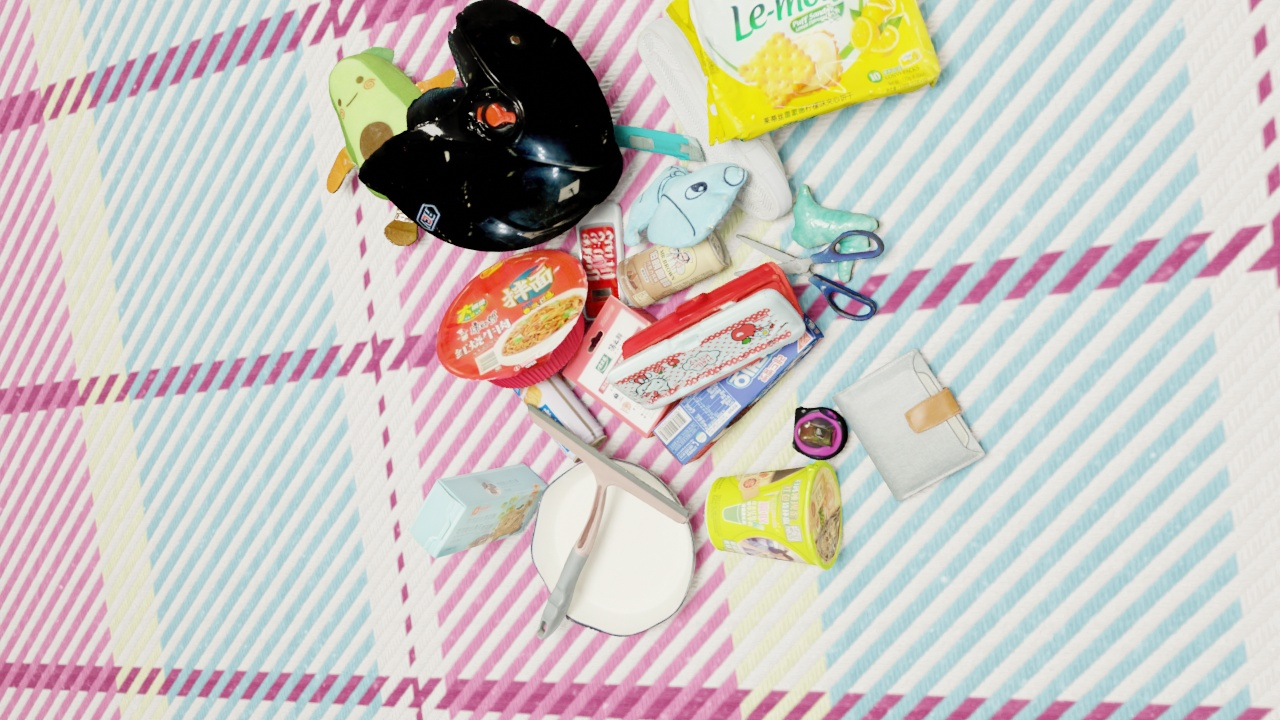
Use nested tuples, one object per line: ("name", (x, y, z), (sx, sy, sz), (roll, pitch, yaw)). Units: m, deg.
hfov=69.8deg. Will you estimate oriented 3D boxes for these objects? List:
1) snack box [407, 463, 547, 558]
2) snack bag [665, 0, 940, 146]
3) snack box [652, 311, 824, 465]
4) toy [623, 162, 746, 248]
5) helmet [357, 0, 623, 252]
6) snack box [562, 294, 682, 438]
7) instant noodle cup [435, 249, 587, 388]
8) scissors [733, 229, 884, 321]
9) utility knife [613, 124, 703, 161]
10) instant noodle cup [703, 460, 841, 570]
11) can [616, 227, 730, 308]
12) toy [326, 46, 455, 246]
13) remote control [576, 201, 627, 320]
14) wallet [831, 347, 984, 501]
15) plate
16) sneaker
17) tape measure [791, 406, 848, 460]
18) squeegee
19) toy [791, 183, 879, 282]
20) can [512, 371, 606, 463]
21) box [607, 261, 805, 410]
("snack box", (-0.182, 0.170, 1.056), (0.051, 0.174, 0.074), (40, 107, 21))
("snack bag", (0.164, -0.310, 0.902), (0.246, 0.068, 0.158), (-17, 86, -6))
("snack box", (0.105, 0.025, 0.994), (0.208, 0.058, 0.057), (-47, 75, 18))
("toy", (0.043, -0.163, 0.974), (0.162, 0.050, 0.156), (-39, 38, 22))
("helmet", (-0.153, -0.226, 0.975), (0.230, 0.274, 0.234), (51, 154, -8))
("snack box", (-0.006, 0.006, 1.044), (0.127, 0.044, 0.113), (37, 106, 14))
("instant noodle cup", (-0.135, -0.037, 1.046), (0.194, 0.066, 0.193), (-16, 45, 17))
("scissors", (0.182, -0.100, 0.964), (0.162, 0.012, 0.164), (45, 130, 2))
("utility knife", (-0.007, -0.245, 1.022), (0.187, 0.013, 0.029), (19, 122, 36))
("instant noodle cup", (0.137, 0.163, 0.971), (0.124, 0.111, 0.111), (-5, 92, 29))
("can", (0.035, -0.105, 1.013), (0.116, 0.058, 0.058), (-23, 85, 21))
("toy", (-0.301, -0.271, 1.119), (0.227, 0.090, 0.246), (-34, 84, 14))
("remote control", (-0.045, -0.115, 1.065), (0.056, 0.020, 0.136), (-2, 93, 22))
("wallet", (0.275, 0.066, 0.942), (0.107, 0.037, 0.129), (-34, 82, 21))
("plate", (-0.029, 0.213, 1.068), (0.205, 0.045, 0.205), (2, 95, 22))
("sneaker", (0.098, -0.264, 0.972), (0.090, 0.090, 0.242), (-36, 97, -21))
("tape measure", (0.190, 0.077, 0.974), (0.058, 0.039, 0.057), (8, 96, 21))
("squeegee", (-0.070, 0.210, 1.039), (0.248, 0.040, 0.250), (31, 110, 32))
("toy", (0.202, -0.132, 0.962), (0.092, 0.030, 0.096), (12, 109, 22))
("can", (-0.100, 0.054, 1.080), (0.053, 0.053, 0.134), (-44, 78, 18))
("box", (0.061, -0.022, 0.930), (0.202, 0.098, 0.095), (-28, 77, 23))
